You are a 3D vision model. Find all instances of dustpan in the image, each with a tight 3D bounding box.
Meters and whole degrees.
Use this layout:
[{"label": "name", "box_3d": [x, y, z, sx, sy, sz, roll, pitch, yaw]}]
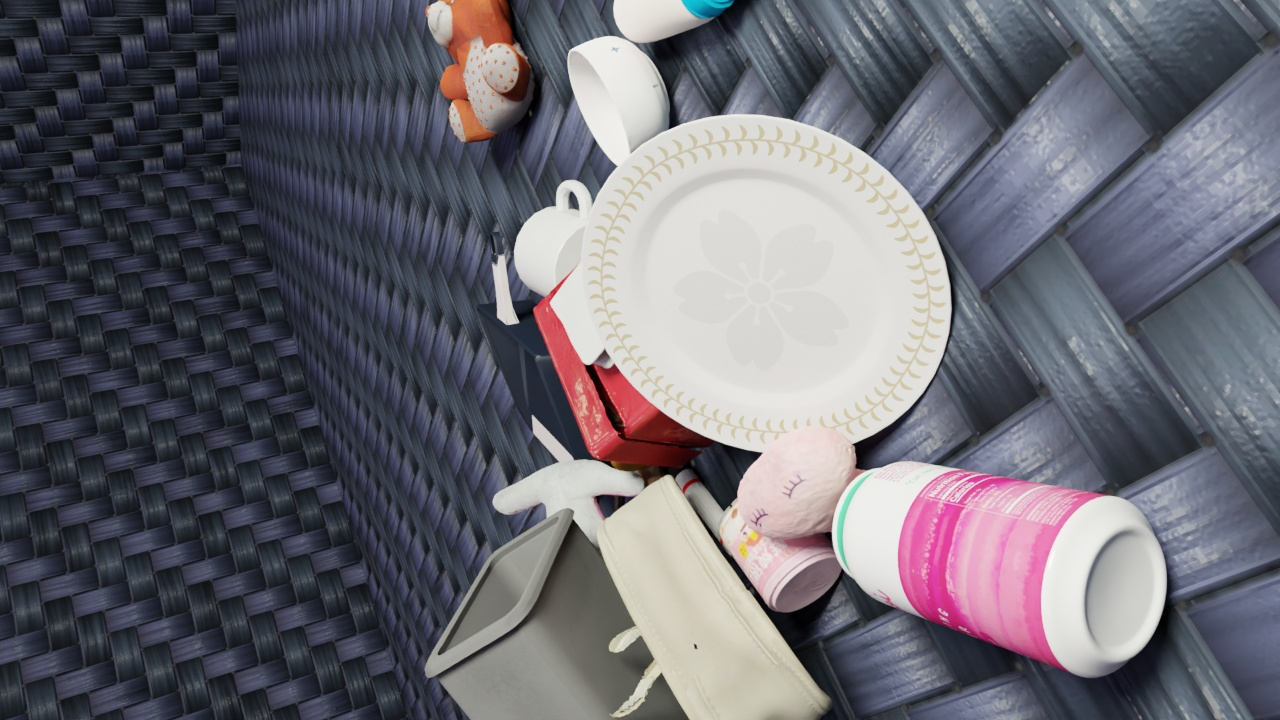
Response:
[{"label": "dustpan", "box_3d": [-0.123, -0.006, 1.007, 0.236, 0.080, 0.273, -146, 54, -61]}]

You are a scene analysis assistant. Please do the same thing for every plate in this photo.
[{"label": "plate", "box_3d": [0.075, -0.042, 0.595, 0.243, 0.016, 0.243, 13, 126, 18]}]

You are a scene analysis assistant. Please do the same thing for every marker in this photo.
[{"label": "marker", "box_3d": [0.069, 0.143, 0.814, 0.145, 0.019, 0.019, 52, 143, 39]}]

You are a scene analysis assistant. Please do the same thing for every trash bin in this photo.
[{"label": "trash bin", "box_3d": [-0.045, 0.259, 0.736, 0.220, 0.098, 0.191, 54, -166, -8]}]

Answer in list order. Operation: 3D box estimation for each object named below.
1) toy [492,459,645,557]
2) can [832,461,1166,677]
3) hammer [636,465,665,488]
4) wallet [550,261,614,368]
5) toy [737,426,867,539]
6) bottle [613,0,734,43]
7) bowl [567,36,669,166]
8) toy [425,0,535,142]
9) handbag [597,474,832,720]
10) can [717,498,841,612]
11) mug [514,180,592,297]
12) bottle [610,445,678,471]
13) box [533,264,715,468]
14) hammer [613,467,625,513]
[{"label": "toy", "box_3d": [-0.047, 0.228, 0.905, 0.127, 0.187, 0.265, -6, -95, -78]}, {"label": "can", "box_3d": [0.189, 0.107, 0.506, 0.166, 0.088, 0.088, 4, 105, 61]}, {"label": "hammer", "box_3d": [0.034, 0.201, 0.881, 0.133, 0.040, 0.305, -21, 80, 59]}, {"label": "wallet", "box_3d": [-0.015, -0.058, 0.682, 0.116, 0.032, 0.086, -50, 50, 28]}, {"label": "toy", "box_3d": [0.123, 0.090, 0.621, 0.053, 0.105, 0.109, -78, 10, -46]}, {"label": "bottle", "box_3d": [0.033, -0.270, 0.675, 0.146, 0.051, 0.051, 13, 113, 59]}, {"label": "bowl", "box_3d": [-0.013, -0.217, 0.760, 0.105, 0.054, 0.105, 57, 167, 21]}, {"label": "toy", "box_3d": [-0.175, -0.338, 0.986, 0.164, 0.092, 0.172, -34, 70, 62]}, {"label": "handbag", "box_3d": [0.037, 0.207, 0.725, 0.229, 0.132, 0.184, 56, -176, 25]}, {"label": "can", "box_3d": [0.106, 0.142, 0.696, 0.076, 0.067, 0.067, 52, 143, 40]}, {"label": "mug", "box_3d": [-0.062, -0.110, 0.871, 0.090, 0.090, 0.121, 30, 127, 54]}, {"label": "bottle", "box_3d": [-0.020, 0.022, 0.862, 0.156, 0.067, 0.068, 67, 151, 28]}, {"label": "box", "box_3d": [-0.008, 0.006, 0.760, 0.087, 0.129, 0.158, -44, 58, 27]}, {"label": "hammer", "box_3d": [-0.022, 0.144, 0.964, 0.098, 0.044, 0.322, 30, 124, 54]}]
